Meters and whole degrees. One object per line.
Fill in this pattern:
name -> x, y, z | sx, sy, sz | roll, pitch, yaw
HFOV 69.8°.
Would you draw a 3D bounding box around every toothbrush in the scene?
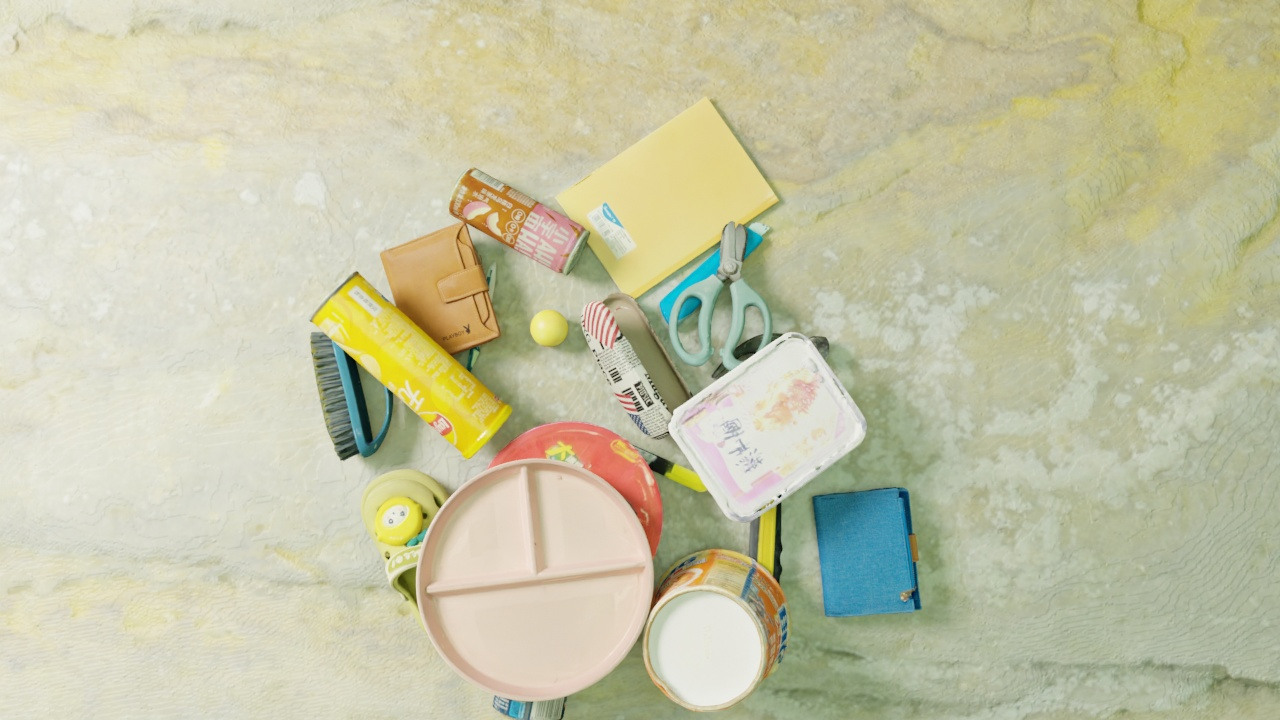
toothbrush -> -0.176, -0.014, 0.993 | 0.018, 0.016, 0.191 | 13, 85, -12

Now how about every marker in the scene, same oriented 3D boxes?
marker -> 0.017, 0.112, 0.996 | 0.124, 0.015, 0.018 | 24, 84, 2

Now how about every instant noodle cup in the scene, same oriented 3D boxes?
instant noodle cup -> 0.072, 0.274, 0.919 | 0.151, 0.111, 0.151 | 0, 89, 13
instant noodle cup -> -0.074, 0.162, 0.954 | 0.194, 0.066, 0.193 | 0, 79, -1
instant noodle cup -> 0.128, 0.069, 0.949 | 0.173, 0.060, 0.138 | -35, 89, -4

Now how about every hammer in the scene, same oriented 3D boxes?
hammer -> 0.134, 0.131, 0.991 | 0.126, 0.032, 0.323 | 3, 86, -3

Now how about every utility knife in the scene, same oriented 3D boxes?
utility knife -> 0.082, -0.099, 1.012 | 0.159, 0.018, 0.034 | -43, 89, -7

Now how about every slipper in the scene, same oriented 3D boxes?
slipper -> -0.221, 0.202, 0.943 | 0.091, 0.082, 0.190 | -26, 90, -7

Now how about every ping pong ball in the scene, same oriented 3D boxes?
ping pong ball -> -0.098, -0.035, 0.986 | 0.040, 0.040, 0.040 | 0, 86, -3

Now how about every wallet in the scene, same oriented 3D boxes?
wallet -> -0.212, -0.070, 0.978 | 0.108, 0.031, 0.132 | -18, 87, 12
wallet -> 0.245, 0.206, 0.989 | 0.106, 0.040, 0.133 | -6, 86, 5

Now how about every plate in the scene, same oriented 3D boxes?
plate -> -0.102, 0.211, 0.897 | 0.229, 0.028, 0.229 | 0, 79, -1

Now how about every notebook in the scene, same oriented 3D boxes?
notebook -> 0.031, -0.180, 1.019 | 0.206, 0.010, 0.146 | -35, 89, -5

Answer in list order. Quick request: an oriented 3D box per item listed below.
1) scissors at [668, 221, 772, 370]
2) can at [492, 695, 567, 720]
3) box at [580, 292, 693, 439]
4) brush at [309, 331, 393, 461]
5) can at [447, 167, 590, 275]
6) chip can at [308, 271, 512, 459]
scissors -> 0.072, -0.072, 0.990 | 0.130, 0.019, 0.185 | -9, 76, -2
can -> -0.106, 0.308, 0.943 | 0.075, 0.075, 0.111 | 11, 85, -2
box -> -0.009, 0.007, 0.965 | 0.076, 0.087, 0.163 | -29, 91, 10
brush -> -0.299, 0.030, 0.963 | 0.073, 0.055, 0.144 | -15, 86, -7
can -> -0.131, -0.149, 0.984 | 0.147, 0.058, 0.058 | 28, 85, -1
chip can -> -0.231, 0.006, 0.933 | 0.213, 0.072, 0.072 | 43, 84, -10
